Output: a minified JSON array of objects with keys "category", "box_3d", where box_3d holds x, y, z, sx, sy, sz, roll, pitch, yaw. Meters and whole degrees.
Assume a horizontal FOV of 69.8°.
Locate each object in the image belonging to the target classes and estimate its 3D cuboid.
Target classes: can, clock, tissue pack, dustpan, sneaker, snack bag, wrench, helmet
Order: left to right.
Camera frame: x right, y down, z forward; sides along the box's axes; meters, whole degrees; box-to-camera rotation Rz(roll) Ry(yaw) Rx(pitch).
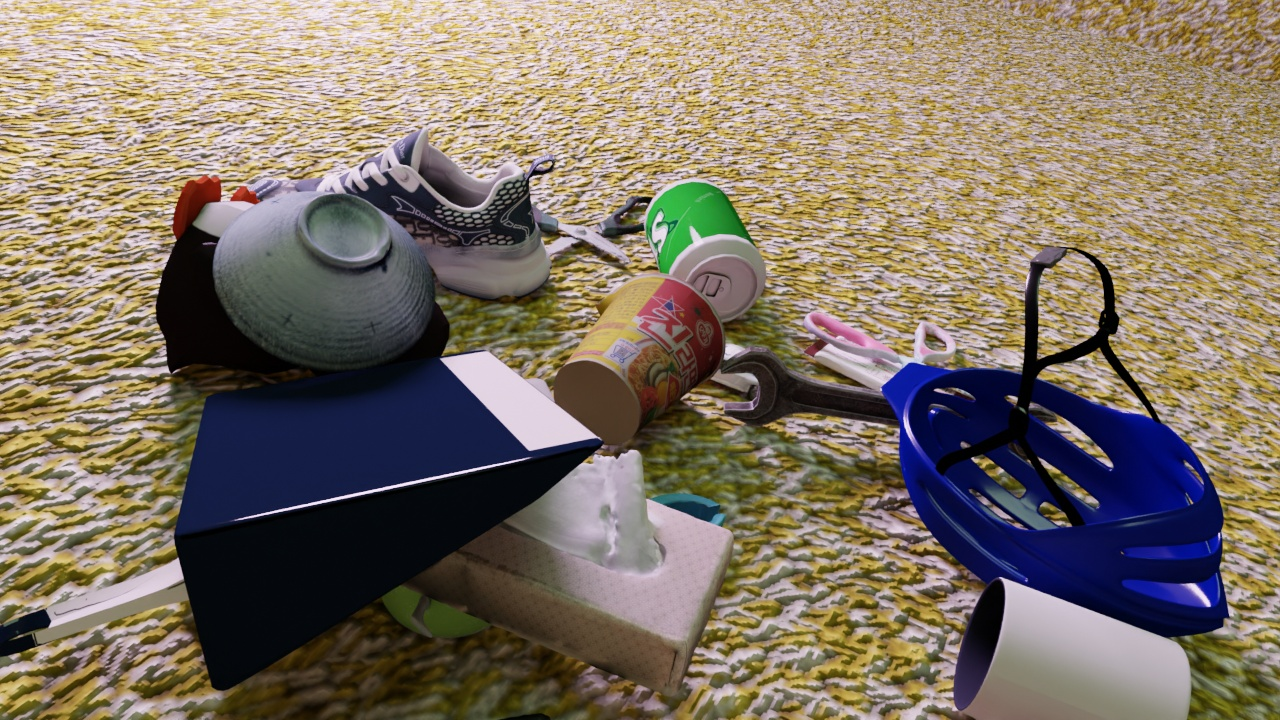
[{"category":"dustpan","box_3d":[-0.181,0.075,0.465,0.272,0.080,0.236,-10,15,-20]},{"category":"sneaker","box_3d":[-0.205,-0.139,0.779,0.269,0.133,0.103,8,37,-3]},{"category":"clock","box_3d":[-0.105,0.112,0.534,0.094,0.043,0.119,33,41,25]},{"category":"tissue pack","box_3d":[-0.045,0.091,0.489,0.181,0.071,0.103,17,36,14]},{"category":"can","box_3d":[0.057,-0.101,0.839,0.087,0.088,0.139,1,36,-14]},{"category":"wrench","box_3d":[0.191,0.038,0.704,0.273,0.070,0.010,10,36,-6]},{"category":"snack bag","box_3d":[0.219,0.019,0.782,0.158,0.013,0.056,28,32,23]},{"category":"helmet","box_3d":[0.267,0.050,0.567,0.241,0.228,0.147,34,50,30]}]

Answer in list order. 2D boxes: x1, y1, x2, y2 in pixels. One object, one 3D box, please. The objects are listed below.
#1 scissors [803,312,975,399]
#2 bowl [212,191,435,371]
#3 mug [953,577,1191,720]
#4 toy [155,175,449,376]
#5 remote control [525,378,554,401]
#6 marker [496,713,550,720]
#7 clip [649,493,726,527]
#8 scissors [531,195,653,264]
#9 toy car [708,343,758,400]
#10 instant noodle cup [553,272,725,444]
[{"category":"scissors","box_3d":[0.231,-0.009,0.805,0.170,0.013,0.176,27,29,22]},{"category":"bowl","box_3d":[-0.187,-0.065,0.568,0.137,0.057,0.136,15,54,-21]},{"category":"mug","box_3d":[0.230,0.189,0.503,0.097,0.079,0.111,19,64,11]},{"category":"toy","box_3d":[-0.231,-0.028,0.648,0.184,0.140,0.159,21,2,-3]},{"category":"remote control","box_3d":[-0.127,0.048,0.637,0.150,0.019,0.074,-6,39,-25]},{"category":"marker","box_3d":[-0.118,0.189,0.450,0.152,0.011,0.011,-2,37,-18]},{"category":"clip","box_3d":[-0.004,0.104,0.591,0.116,0.026,0.097,-4,41,-21]},{"category":"scissors","box_3d":[-0.060,-0.150,0.939,0.202,0.015,0.205,33,39,28]},{"category":"toy car","box_3d":[0.072,0.003,0.751,0.090,0.027,0.038,20,38,12]},{"category":"instant noodle cup","box_3d":[-0.004,0.004,0.664,0.100,0.101,0.112,23,37,16]}]
